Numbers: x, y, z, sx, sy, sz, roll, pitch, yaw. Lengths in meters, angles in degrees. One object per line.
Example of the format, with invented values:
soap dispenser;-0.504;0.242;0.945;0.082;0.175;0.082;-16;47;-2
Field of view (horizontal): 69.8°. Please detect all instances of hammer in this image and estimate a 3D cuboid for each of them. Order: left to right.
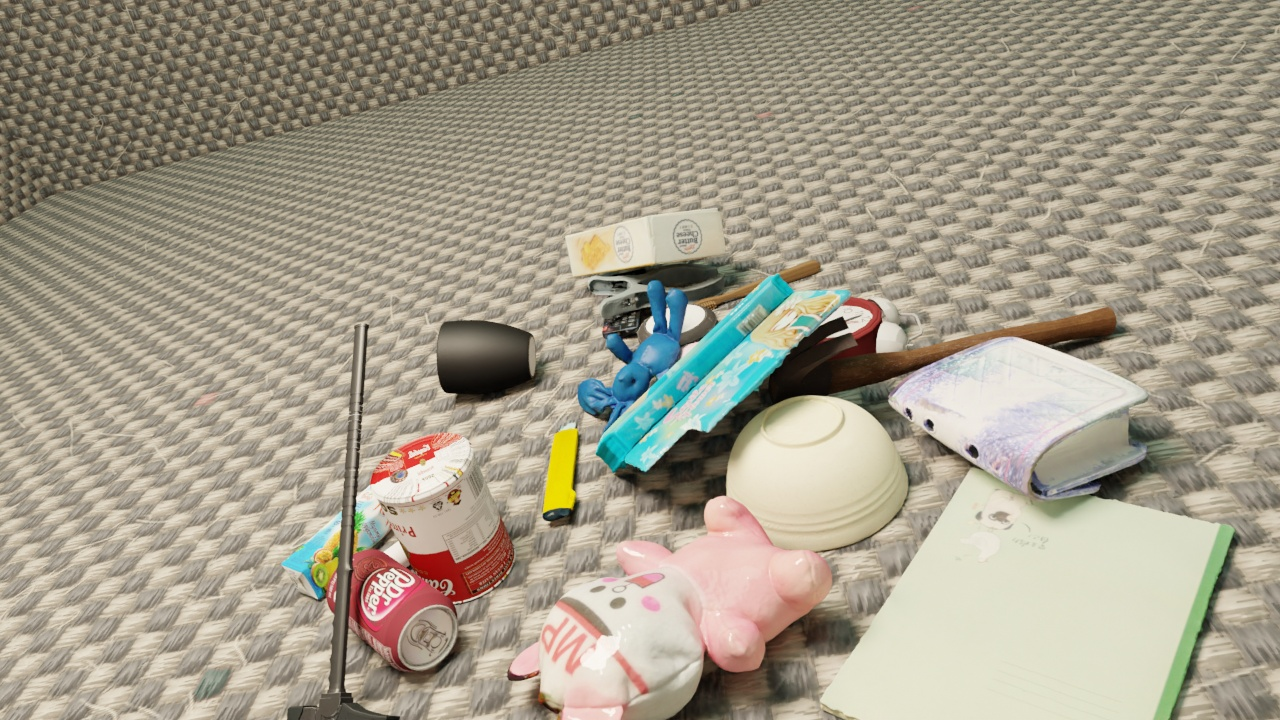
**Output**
hammer;-0.221;0.120;0.712;0.095;0.015;0.324;-13;66;24
hammer;0.273;-0.007;0.822;0.323;0.115;0.033;-11;51;-7

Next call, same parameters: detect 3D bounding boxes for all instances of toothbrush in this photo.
toothbrush;0.138;-0.087;1.096;0.167;0.016;0.016;-20;29;-5

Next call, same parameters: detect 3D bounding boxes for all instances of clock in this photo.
clock;0.038;-0.029;1.018;0.123;0.044;0.091;-12;29;8
clock;0.209;-0.025;0.917;0.138;0.048;0.096;-11;29;12

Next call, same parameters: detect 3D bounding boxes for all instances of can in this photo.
can;-0.198;0.197;0.729;0.063;0.063;0.114;-37;35;-32
can;-0.164;0.132;0.770;0.087;0.116;0.086;-13;29;7

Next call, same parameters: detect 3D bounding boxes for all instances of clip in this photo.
clip;0.016;-0.095;1.128;0.163;0.028;0.107;-11;33;-14

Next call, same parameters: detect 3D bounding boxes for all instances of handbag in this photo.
handbag;0.295;0.046;0.725;0.126;0.069;0.158;-20;26;-17

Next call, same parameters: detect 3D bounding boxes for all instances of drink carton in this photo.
drink carton;-0.268;0.161;0.850;0.039;0.044;0.128;7;37;35

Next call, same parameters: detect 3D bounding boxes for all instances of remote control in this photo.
remote control;-0.018;-0.069;1.141;0.047;0.022;0.150;-10;32;11

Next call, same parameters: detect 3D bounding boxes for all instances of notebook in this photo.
notebook;0.257;0.167;0.601;0.182;0.010;0.251;11;40;40

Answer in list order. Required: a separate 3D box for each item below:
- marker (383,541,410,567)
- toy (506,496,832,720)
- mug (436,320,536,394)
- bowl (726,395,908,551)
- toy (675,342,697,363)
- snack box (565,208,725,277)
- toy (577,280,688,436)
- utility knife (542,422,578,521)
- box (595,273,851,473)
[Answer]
marker;-0.213;0.172;0.822;0.132;0.023;0.027;-37;13;-32
toy;0.018;0.181;0.627;0.212;0.084;0.142;-27;28;-21
mug;-0.172;-0.004;1.063;0.100;0.085;0.119;-1;0;3
bowl;0.138;0.077;0.752;0.151;0.075;0.150;-12;29;7
toy;0.084;0.005;0.930;0.099;0.053;0.095;-23;41;15
snack box;0.000;-0.144;1.142;0.104;0.057;0.208;-12;7;-31
toy;-0.006;0.005;0.938;0.113;0.071;0.176;18;75;37
utility knife;-0.073;0.102;0.879;0.030;0.017;0.162;-9;30;4
box;0.061;0.010;0.806;0.226;0.056;0.185;-43;5;-13
